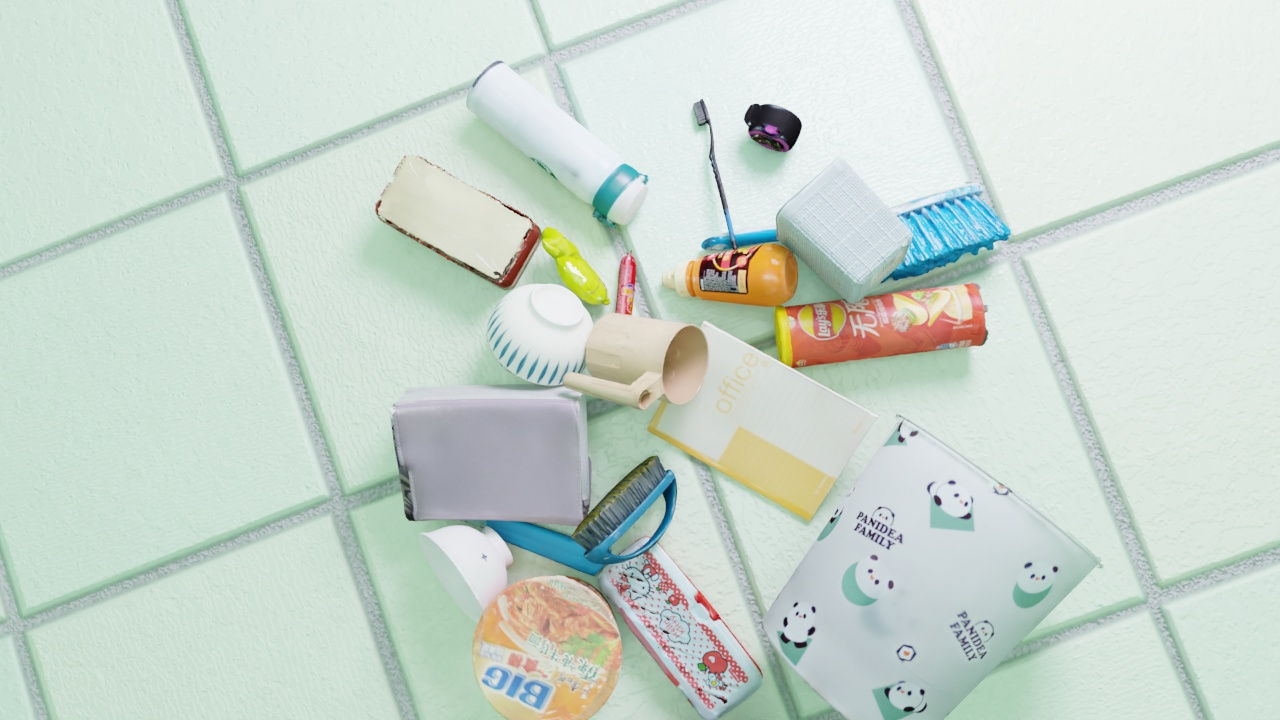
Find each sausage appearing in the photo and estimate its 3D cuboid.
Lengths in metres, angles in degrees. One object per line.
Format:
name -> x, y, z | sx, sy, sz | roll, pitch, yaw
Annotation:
sausage -> -0.020, -0.047, 1.026 | 0.020, 0.020, 0.156 | 6, 86, 4

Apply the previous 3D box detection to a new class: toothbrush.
toothbrush -> 0.083, -0.208, 1.021 | 0.016, 0.014, 0.189 | -12, 75, 3

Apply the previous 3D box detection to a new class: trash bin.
trash bin -> 0.266, 0.219, 0.891 | 0.229, 0.229, 0.252 | 38, 93, 6

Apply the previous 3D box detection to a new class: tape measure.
tape measure -> 0.147, -0.255, 1.013 | 0.058, 0.057, 0.039 | 23, 88, 28

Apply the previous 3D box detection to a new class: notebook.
notebook -> 0.126, 0.066, 0.984 | 0.206, 0.010, 0.146 | 29, 112, 5

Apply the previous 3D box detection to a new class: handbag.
handbag -> -0.154, 0.101, 0.983 | 0.197, 0.098, 0.145 | 0, 101, 3

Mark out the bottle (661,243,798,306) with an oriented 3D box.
bottle -> 0.092, -0.090, 0.991 | 0.150, 0.066, 0.066 | 0, 85, 28

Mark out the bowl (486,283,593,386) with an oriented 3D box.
bowl -> -0.099, -0.038, 0.976 | 0.116, 0.066, 0.116 | 17, 45, -18

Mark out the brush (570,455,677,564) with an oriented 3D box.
brush -> -0.008, 0.164, 0.964 | 0.073, 0.055, 0.143 | 49, 50, -1

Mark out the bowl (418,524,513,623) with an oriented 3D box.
bowl -> -0.177, 0.216, 0.981 | 0.064, 0.119, 0.118 | -35, 83, -28

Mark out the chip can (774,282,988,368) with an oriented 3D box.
chip can -> 0.254, -0.036, 0.982 | 0.216, 0.073, 0.073 | -7, 85, 2

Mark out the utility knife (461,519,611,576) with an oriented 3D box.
utility knife -> -0.124, 0.194, 1.013 | 0.186, 0.018, 0.034 | 19, 94, 7

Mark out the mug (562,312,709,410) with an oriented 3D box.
mug -> -0.006, 0.006, 0.945 | 0.104, 0.124, 0.084 | 12, 126, 36

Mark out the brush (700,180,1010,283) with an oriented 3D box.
brush -> 0.231, -0.129, 1.004 | 0.314, 0.060, 0.109 | -18, 79, 4

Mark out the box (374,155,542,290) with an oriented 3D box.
box -> -0.201, -0.156, 1.017 | 0.168, 0.077, 0.091 | 29, 88, 5

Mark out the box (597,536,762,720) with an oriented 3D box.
box -> 0.041, 0.286, 0.981 | 0.087, 0.047, 0.201 | -40, 85, 0

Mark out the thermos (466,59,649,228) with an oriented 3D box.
thermos -> -0.090, -0.237, 1.023 | 0.224, 0.073, 0.073 | 40, 88, 5

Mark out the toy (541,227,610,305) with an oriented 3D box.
toy -> -0.072, -0.100, 1.006 | 0.031, 0.096, 0.100 | -40, 54, 15

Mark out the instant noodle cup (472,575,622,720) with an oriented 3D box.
instant noodle cup -> -0.089, 0.292, 0.956 | 0.151, 0.111, 0.151 | 0, 85, 4

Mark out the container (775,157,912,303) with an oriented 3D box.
container -> 0.209, -0.127, 0.937 | 0.090, 0.090, 0.111 | -42, 75, -1
